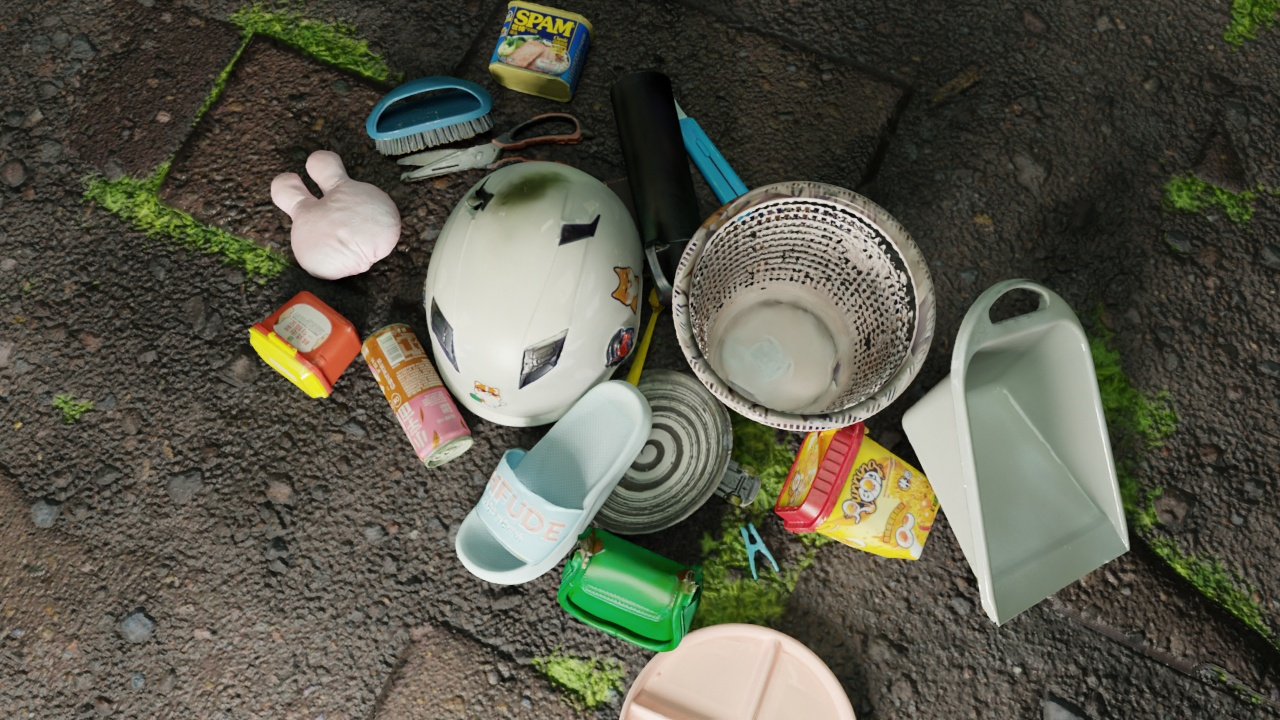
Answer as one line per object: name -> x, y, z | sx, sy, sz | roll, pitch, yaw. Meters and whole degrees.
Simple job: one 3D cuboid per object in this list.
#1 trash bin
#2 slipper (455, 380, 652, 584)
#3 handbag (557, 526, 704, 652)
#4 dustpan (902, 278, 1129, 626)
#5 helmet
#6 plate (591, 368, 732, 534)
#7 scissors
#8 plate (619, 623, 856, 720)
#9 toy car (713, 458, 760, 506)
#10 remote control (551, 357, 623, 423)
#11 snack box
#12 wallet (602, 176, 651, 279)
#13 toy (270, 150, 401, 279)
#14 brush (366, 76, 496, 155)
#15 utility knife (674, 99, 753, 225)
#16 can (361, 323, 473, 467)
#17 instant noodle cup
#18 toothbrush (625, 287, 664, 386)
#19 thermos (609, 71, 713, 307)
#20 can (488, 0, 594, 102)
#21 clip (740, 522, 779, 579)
trash bin -> 0.143, -0.029, 0.880 | 0.227, 0.192, 0.227 | 0, 76, 2
slipper -> -0.087, 0.117, 0.887 | 0.245, 0.074, 0.104 | -48, 61, 5
handbag -> -0.009, 0.211, 0.860 | 0.131, 0.120, 0.067 | 20, 57, 9
dustpan -> 0.365, 0.067, 0.842 | 0.222, 0.143, 0.257 | -14, 65, -32
helmet -> -0.112, -0.084, 0.909 | 0.230, 0.157, 0.273 | 16, 72, 12
plate -> 0.008, 0.091, 0.923 | 0.180, 0.024, 0.179 | -11, 59, 19
scissors -> -0.161, -0.221, 1.034 | 0.204, 0.015, 0.202 | 40, 80, 10
plate -> 0.092, 0.367, 0.866 | 0.229, 0.028, 0.229 | -1, 74, 2
toy car -> 0.077, 0.115, 0.928 | 0.090, 0.035, 0.042 | 25, 79, 10
remote control -> -0.059, 0.011, 0.965 | 0.053, 0.024, 0.136 | 39, 79, 17
snack box -> -0.346, -0.019, 0.958 | 0.091, 0.082, 0.080 | 35, 69, 9
wallet -> 0.011, -0.148, 1.008 | 0.096, 0.020, 0.122 | -9, 76, 3
toy -> -0.335, -0.160, 1.006 | 0.121, 0.054, 0.159 | -34, 72, -8
brush -> -0.235, -0.277, 1.019 | 0.144, 0.074, 0.055 | -14, 49, -3
utility knife -> 0.063, -0.244, 1.032 | 0.034, 0.018, 0.216 | -31, 75, -5
can -> -0.231, 0.035, 0.949 | 0.058, 0.058, 0.147 | -31, 76, -6
instant noodle cup -> 0.213, 0.131, 0.886 | 0.123, 0.116, 0.116 | 27, 77, -4
toothbrush -> -0.006, 0.006, 0.950 | 0.016, 0.016, 0.189 | 7, 66, 29
thermos -> 0.020, -0.181, 0.958 | 0.069, 0.090, 0.242 | -18, 76, 23
can -> -0.113, -0.351, 1.046 | 0.102, 0.057, 0.083 | 15, 79, 6
clip -> 0.117, 0.189, 0.919 | 0.038, 0.013, 0.055 | -20, 77, -4
